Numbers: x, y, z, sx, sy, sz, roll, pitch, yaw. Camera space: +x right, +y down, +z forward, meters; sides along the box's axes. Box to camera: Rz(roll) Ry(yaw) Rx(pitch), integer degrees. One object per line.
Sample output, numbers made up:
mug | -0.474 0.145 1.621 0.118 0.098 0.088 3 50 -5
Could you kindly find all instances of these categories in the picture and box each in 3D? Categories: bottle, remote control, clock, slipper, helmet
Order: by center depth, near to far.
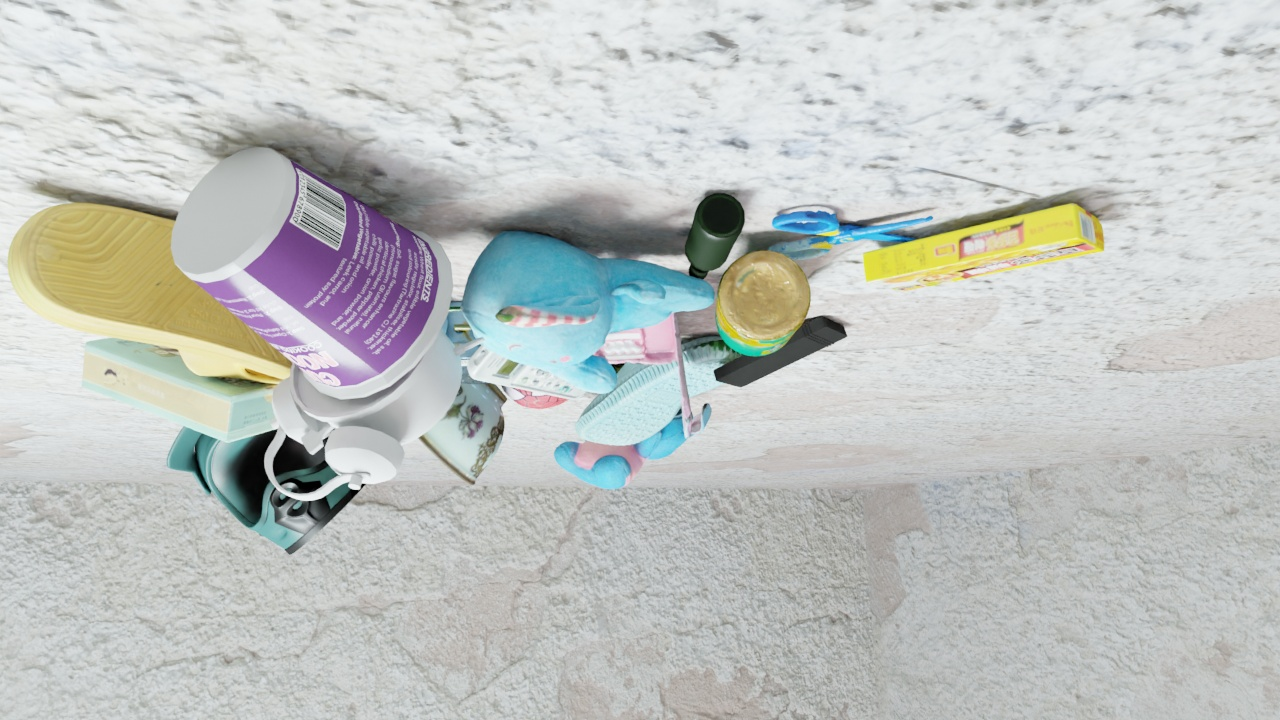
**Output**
clock | -0.187 0.021 0.608 0.120 0.159 0.061 25 158 35
bottle | 0.048 -0.080 0.643 0.033 0.033 0.123 -1 168 -4
slipper | -0.294 -0.039 0.647 0.079 0.099 0.263 -10 161 43
bottle | 0.096 -0.038 0.759 0.068 0.068 0.209 -2 175 4
remote control | -0.091 0.004 0.815 0.133 0.022 0.050 16 127 -46
clock | -0.156 -0.018 0.845 0.118 0.060 0.162 -2 167 -1
remote control | 0.144 -0.007 0.954 0.134 0.013 0.058 -27 156 28
helmet | -0.426 0.104 1.058 0.176 0.200 0.275 -44 -171 -8
slipper | 0.016 0.027 1.068 0.115 0.069 0.277 8 149 -38

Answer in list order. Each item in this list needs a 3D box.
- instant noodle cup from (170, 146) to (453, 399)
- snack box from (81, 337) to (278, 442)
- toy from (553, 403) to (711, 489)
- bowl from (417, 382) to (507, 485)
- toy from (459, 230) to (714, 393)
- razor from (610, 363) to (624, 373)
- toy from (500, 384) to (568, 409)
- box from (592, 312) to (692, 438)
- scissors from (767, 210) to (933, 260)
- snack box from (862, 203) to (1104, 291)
instant noodle cup | -0.199 -0.062 0.545 0.122 0.136 0.122 -30 146 11
snack box | -0.320 0.010 0.752 0.141 0.044 0.193 17 -166 17
toy | -0.004 0.105 1.235 0.190 0.099 0.224 -34 -159 -33
bowl | -0.205 0.048 1.012 0.094 0.160 0.160 -42 170 -7
toy | -0.040 -0.034 0.666 0.180 0.115 0.183 1 -173 -15
razor | -0.055 0.002 1.048 0.044 0.021 0.144 -5 165 16
toy | -0.120 0.014 1.005 0.092 0.062 0.133 -12 153 24
box | -0.004 0.007 0.848 0.106 0.115 0.233 -1 168 2
scissors | 0.143 -0.088 0.663 0.125 0.016 0.123 3 172 -22
snack box | 0.248 -0.079 0.669 0.153 0.025 0.075 -11 172 37
